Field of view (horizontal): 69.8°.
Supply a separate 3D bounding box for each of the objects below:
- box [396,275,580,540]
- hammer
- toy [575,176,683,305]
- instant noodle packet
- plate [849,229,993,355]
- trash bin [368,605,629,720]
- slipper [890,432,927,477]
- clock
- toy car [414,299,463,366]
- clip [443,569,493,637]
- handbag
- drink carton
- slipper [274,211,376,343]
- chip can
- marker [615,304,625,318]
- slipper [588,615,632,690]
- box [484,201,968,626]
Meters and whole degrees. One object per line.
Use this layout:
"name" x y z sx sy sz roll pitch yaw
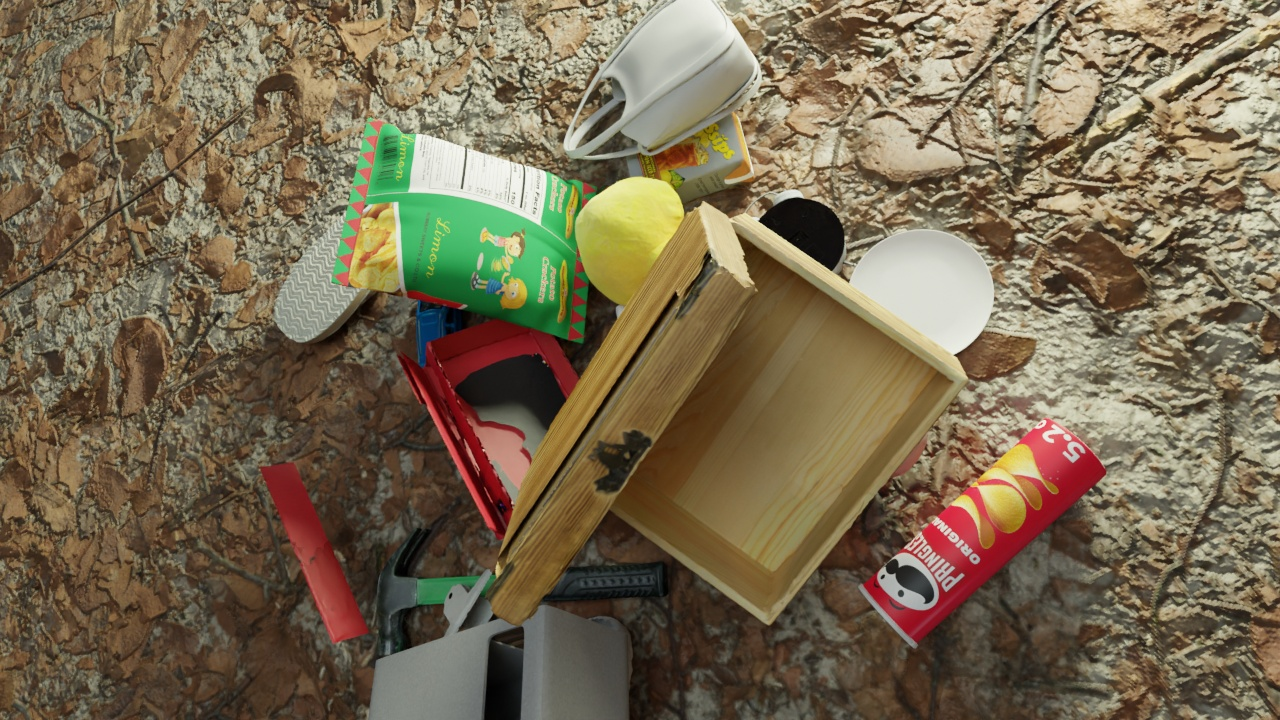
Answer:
"box" -0.121 0.038 0.894 0.164 0.154 0.213 -19 63 -29
"hammer" -0.127 0.231 0.942 0.319 0.032 0.130 -7 74 17
"toy" 0.010 -0.109 0.919 0.208 0.092 0.134 32 111 25
"instant noodle packet" -0.169 -0.133 0.942 0.252 0.091 0.195 13 63 -20
"plate" 0.270 -0.062 0.889 0.135 0.011 0.134 -5 75 18
"trash bin" -0.131 0.316 0.825 0.229 0.114 0.114 -26 49 31
"slipper" 0.144 0.015 0.865 0.266 0.080 0.113 42 113 21
"clock" 0.154 -0.121 0.932 0.094 0.035 0.122 -40 67 6
"toy car" -0.227 -0.038 1.038 0.056 0.043 0.120 -9 73 17
"clip" -0.174 0.250 0.920 0.052 0.058 0.102 32 86 -2
"handbag" 0.009 -0.294 0.997 0.223 0.095 0.215 -34 41 15
"drink carton" 0.053 -0.211 0.982 0.125 0.048 0.076 -17 71 14
"slipper" -0.335 -0.130 1.095 0.115 0.052 0.263 43 97 25
"chip can" 0.294 0.148 0.795 0.220 0.069 0.069 -44 67 4
"marker" -0.006 0.006 0.961 0.027 0.023 0.133 -23 69 35
"slipper" -0.058 0.365 0.859 0.112 0.074 0.246 5 69 29
"box" 0.049 0.053 0.696 0.286 0.333 0.280 35 109 7
